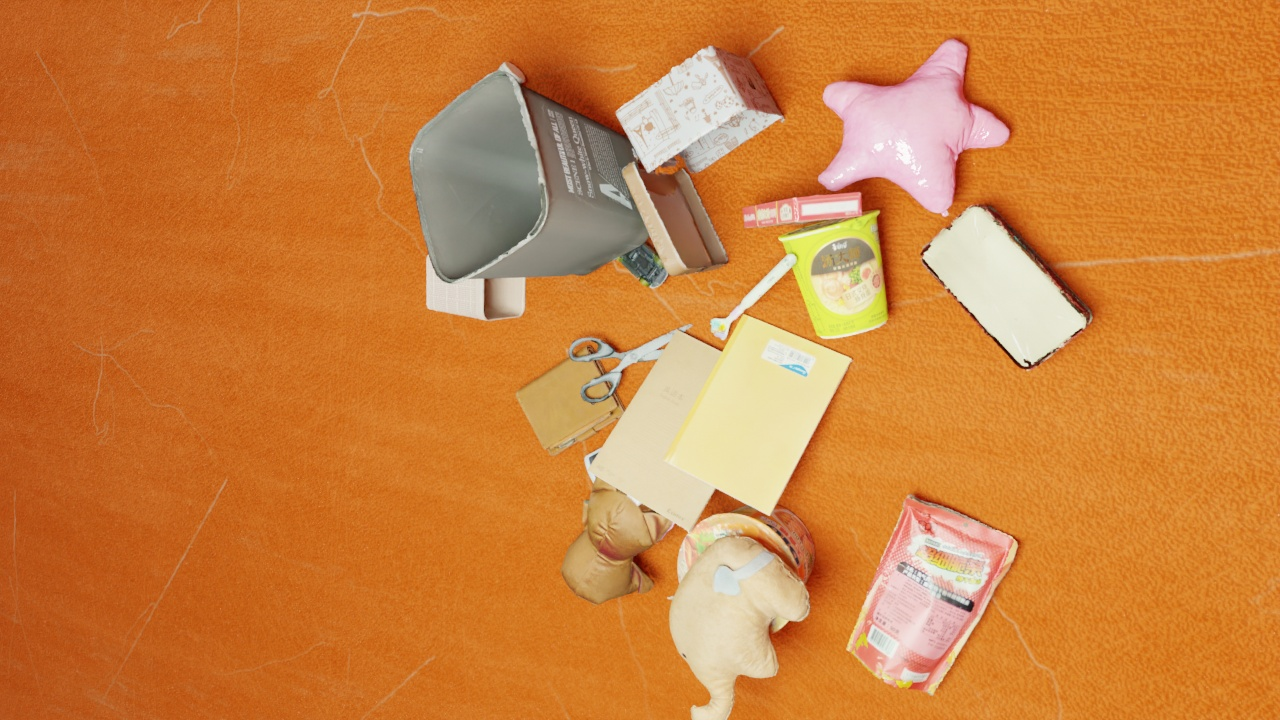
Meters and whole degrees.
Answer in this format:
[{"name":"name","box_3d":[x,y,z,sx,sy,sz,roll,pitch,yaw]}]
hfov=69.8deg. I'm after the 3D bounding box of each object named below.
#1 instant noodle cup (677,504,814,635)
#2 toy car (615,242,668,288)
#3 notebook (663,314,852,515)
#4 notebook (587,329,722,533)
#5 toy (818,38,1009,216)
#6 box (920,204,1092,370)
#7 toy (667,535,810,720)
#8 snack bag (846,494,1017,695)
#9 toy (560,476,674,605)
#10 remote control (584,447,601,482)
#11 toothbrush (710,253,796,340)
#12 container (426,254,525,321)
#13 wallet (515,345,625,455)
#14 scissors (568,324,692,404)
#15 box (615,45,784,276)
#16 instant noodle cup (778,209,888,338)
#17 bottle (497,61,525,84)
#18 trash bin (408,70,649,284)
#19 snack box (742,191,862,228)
[{"name":"instant noodle cup","box_3d":[0.134,0.242,1.099,0.152,0.111,0.151,4,99,28]},{"name":"toy car","box_3d":[0.001,-0.130,1.159,0.090,0.035,0.042,45,116,17]},{"name":"notebook","box_3d":[0.136,0.059,1.074,0.146,0.010,0.206,25,79,24]},{"name":"notebook","box_3d":[0.051,0.080,1.107,0.149,0.012,0.211,28,78,23]},{"name":"toy","box_3d":[0.277,-0.230,0.961,0.195,0.074,0.178,-20,81,8]},{"name":"box","box_3d":[0.375,-0.078,0.943,0.091,0.077,0.168,-45,77,26]},{"name":"toy","box_3d":[0.093,0.299,1.020,0.143,0.082,0.226,34,114,28]},{"name":"snack bag","box_3d":[0.321,0.266,1.035,0.129,0.073,0.208,25,103,18]},{"name":"toy","box_3d":[-0.025,0.224,1.182,0.140,0.130,0.200,34,133,18]},{"name":"remote control","box_3d":[-0.008,0.124,1.209,0.150,0.021,0.058,-30,83,27]},{"name":"toothbrush","box_3d":[0.129,-0.073,1.055,0.029,0.020,0.190,55,149,8]},{"name":"container","box_3d":[-0.228,-0.106,1.257,0.111,0.089,0.090,8,101,31]},{"name":"wallet","box_3d":[-0.095,0.057,1.239,0.132,0.031,0.108,-32,82,24]},{"name":"scissors","box_3d":[-0.016,-0.006,1.182,0.165,0.014,0.163,32,103,14]},{"name":"box","box_3d":[0.084,-0.220,1.020,0.158,0.180,0.205,-24,89,23]},{"name":"instant noodle cup","box_3d":[0.222,-0.092,1.013,0.112,0.111,0.123,-12,100,29]},{"name":"bottle","box_3d":[-0.227,-0.320,1.249,0.195,0.044,0.080,-45,76,25]},{"name":"trash bin","box_3d":[-0.118,-0.198,1.084,0.199,0.219,0.199,-24,75,37]},{"name":"snack box","box_3d":[0.171,-0.161,0.992,0.075,0.153,0.025,-7,97,-13]}]
